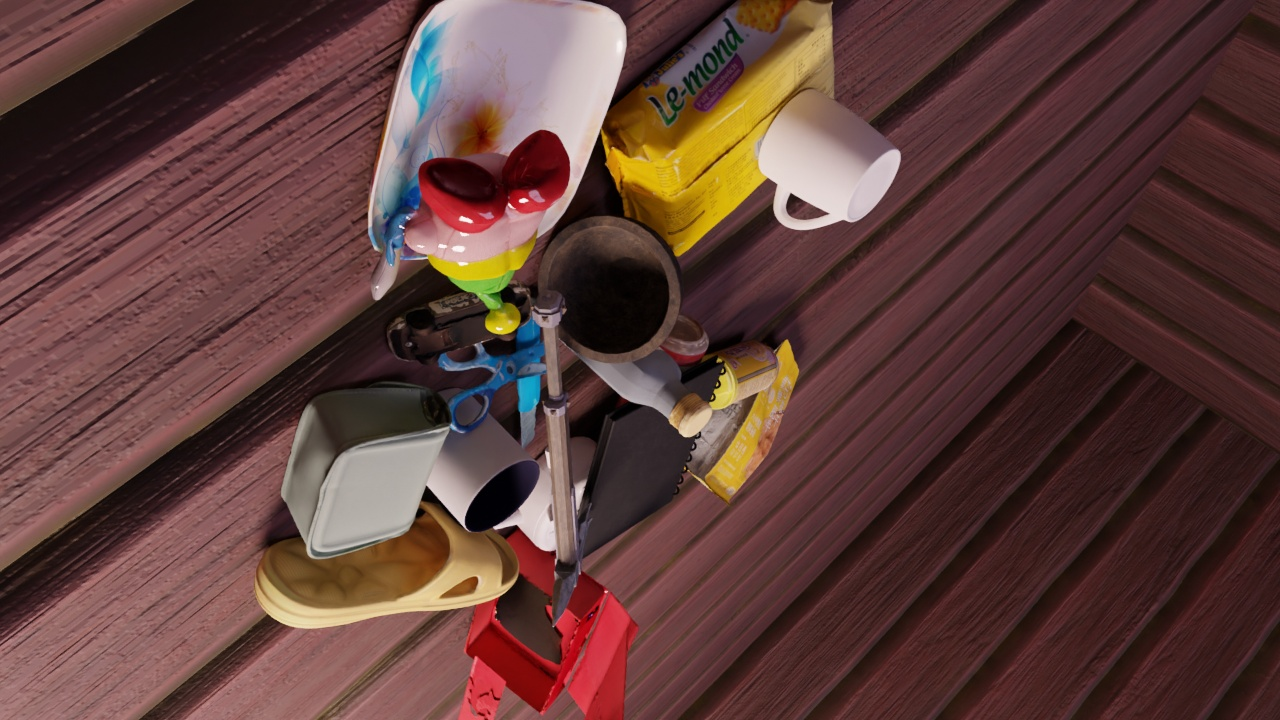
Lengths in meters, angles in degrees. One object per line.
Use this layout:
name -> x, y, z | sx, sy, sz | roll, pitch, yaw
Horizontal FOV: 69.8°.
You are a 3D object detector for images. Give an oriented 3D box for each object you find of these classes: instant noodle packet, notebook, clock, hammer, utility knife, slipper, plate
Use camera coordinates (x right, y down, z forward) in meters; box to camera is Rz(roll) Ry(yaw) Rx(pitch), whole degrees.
instant noodle packet -> 0.145, 0.080, 1.271 | 0.221, 0.084, 0.163 | -53, 155, -5
notebook -> 0.006, 0.107, 0.977 | 0.168, 0.019, 0.232 | -26, 147, -38
clock -> -0.074, 0.152, 1.011 | 0.125, 0.073, 0.160 | -54, 154, 12
hammer -> -0.069, 0.080, 0.785 | 0.146, 0.028, 0.317 | -80, 171, -52
utility knife -> -0.104, 0.016, 0.838 | 0.031, 0.015, 0.210 | -31, 146, -30
slipper -> -0.203, 0.164, 0.799 | 0.262, 0.099, 0.078 | 2, 123, -54
plate -> -0.096, -0.154, 0.610 | 0.186, 0.016, 0.187 | -17, 141, -48

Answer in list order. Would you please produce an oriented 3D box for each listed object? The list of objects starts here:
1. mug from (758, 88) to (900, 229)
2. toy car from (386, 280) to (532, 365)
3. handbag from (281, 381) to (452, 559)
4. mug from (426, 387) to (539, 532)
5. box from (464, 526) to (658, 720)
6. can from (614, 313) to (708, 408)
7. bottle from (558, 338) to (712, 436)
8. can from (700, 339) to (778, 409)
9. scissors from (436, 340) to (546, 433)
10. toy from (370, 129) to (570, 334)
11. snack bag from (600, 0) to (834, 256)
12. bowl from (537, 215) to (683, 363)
mug -> 0.152, -0.153, 0.763 | 0.080, 0.087, 0.114 | -26, 147, -42
toy car -> -0.137, -0.033, 0.696 | 0.112, 0.040, 0.049 | -18, 145, -18
handbag -> -0.210, 0.082, 0.702 | 0.106, 0.067, 0.122 | -6, 133, -43
mug -> -0.150, 0.095, 0.782 | 0.078, 0.097, 0.112 | -24, 145, -42
box -> -0.074, 0.359, 1.028 | 0.123, 0.315, 0.212 | -13, 139, -35
can -> 0.016, 0.029, 0.989 | 0.067, 0.067, 0.171 | -22, 144, -44
bottle -> -0.005, 0.005, 0.810 | 0.072, 0.161, 0.046 | -1, 128, -58
can -> 0.115, 0.015, 1.128 | 0.104, 0.067, 0.068 | -19, 142, -47
scissors -> -0.115, 0.018, 0.766 | 0.140, 0.014, 0.090 | -2, 91, -53
toy -> -0.105, -0.075, 0.591 | 0.124, 0.097, 0.132 | -29, 173, -30
snack bag -> 0.073, -0.196, 0.760 | 0.247, 0.068, 0.160 | -43, 155, -11
bowl -> -0.018, -0.063, 0.760 | 0.121, 0.121, 0.056 | -60, 173, 24
